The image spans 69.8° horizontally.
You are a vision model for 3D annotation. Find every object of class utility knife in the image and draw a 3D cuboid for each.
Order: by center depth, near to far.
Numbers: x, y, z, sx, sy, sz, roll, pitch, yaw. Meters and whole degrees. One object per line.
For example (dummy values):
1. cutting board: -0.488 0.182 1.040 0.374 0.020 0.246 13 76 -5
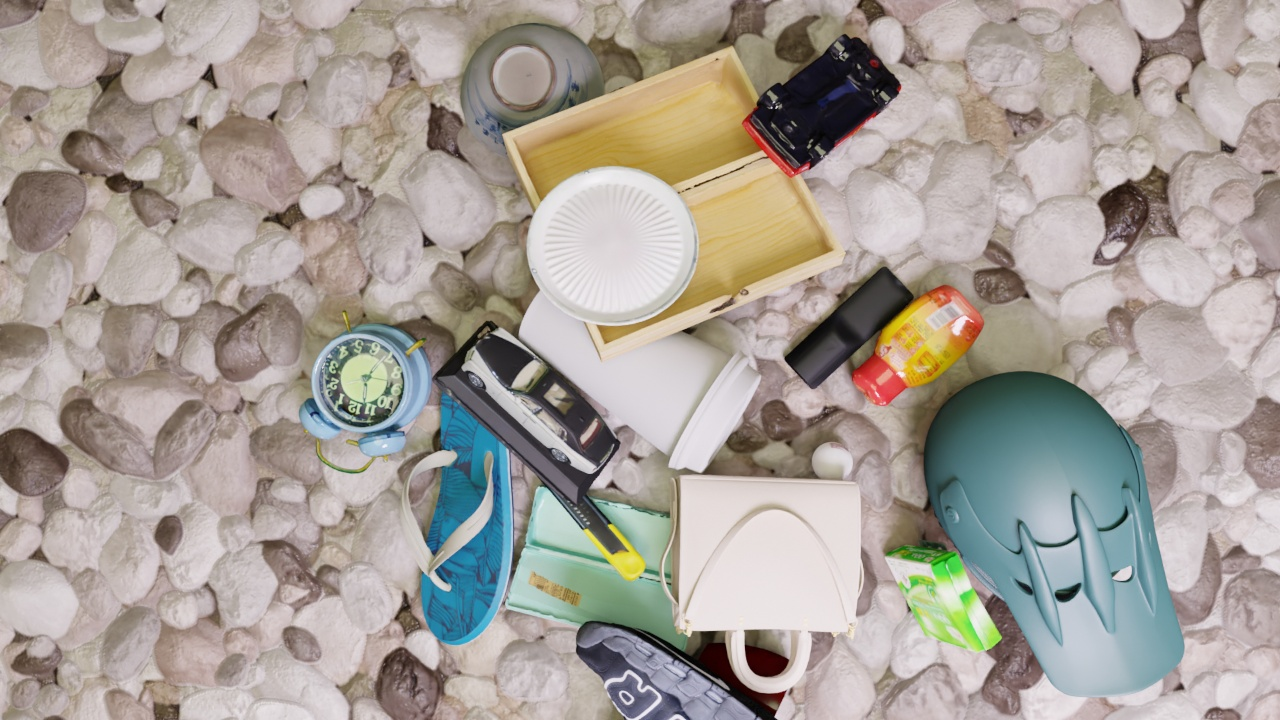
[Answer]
1. utility knife: -0.059 0.151 0.924 0.028 0.020 0.172 -40 75 -16

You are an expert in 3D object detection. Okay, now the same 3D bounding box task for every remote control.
1. remote control: 0.212 -0.033 0.932 0.140 0.021 0.045 -43 89 2

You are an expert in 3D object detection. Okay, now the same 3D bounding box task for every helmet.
1. helmet: 0.367 0.144 0.831 0.176 0.200 0.274 -20 89 3

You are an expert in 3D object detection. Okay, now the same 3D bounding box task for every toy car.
1. toy car: 0.178 -0.247 0.885 0.081 0.056 0.188 48 61 3
2. toy car: -0.096 0.043 0.893 0.191 0.071 0.093 44 55 -8

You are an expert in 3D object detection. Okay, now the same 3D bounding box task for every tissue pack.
1. tissue pack: 0.288 0.225 0.884 0.034 0.114 0.099 -26 88 -13

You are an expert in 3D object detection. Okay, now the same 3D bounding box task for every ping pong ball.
1. ping pong ball: 0.193 0.102 0.922 0.040 0.040 0.040 0 90 4

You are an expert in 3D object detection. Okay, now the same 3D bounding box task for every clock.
1. clock: -0.284 0.037 0.945 0.118 0.060 0.162 16 95 2

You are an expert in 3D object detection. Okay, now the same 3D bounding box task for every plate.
1. plate: -0.025 -0.104 0.838 0.157 0.014 0.156 0 74 1

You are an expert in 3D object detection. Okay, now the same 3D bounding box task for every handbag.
1. handbag: 0.116 0.213 0.878 0.194 0.101 0.197 2 77 -5

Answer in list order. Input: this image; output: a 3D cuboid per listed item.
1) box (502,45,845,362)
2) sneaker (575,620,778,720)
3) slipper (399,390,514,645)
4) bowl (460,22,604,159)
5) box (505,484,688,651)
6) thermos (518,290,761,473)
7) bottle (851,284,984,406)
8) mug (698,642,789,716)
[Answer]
1. box: 0.027 -0.154 0.881 0.247 0.068 0.253 -23 69 -5
2. sneaker: 0.025 0.350 0.828 0.252 0.097 0.150 31 83 18
3. slipper: -0.183 0.142 0.920 0.118 0.060 0.295 1 87 29
4. bowl: -0.115 -0.281 0.934 0.151 0.056 0.150 0 90 3
5. box: -0.031 0.210 0.934 0.187 0.052 0.138 14 77 4
6. thermos: -0.005 0.005 0.901 0.222 0.131 0.131 31 92 11
7. bottle: 0.272 -0.011 0.913 0.134 0.048 0.071 -42 87 3
8. mug: 0.092 0.328 0.903 0.088 0.087 0.113 26 49 16
